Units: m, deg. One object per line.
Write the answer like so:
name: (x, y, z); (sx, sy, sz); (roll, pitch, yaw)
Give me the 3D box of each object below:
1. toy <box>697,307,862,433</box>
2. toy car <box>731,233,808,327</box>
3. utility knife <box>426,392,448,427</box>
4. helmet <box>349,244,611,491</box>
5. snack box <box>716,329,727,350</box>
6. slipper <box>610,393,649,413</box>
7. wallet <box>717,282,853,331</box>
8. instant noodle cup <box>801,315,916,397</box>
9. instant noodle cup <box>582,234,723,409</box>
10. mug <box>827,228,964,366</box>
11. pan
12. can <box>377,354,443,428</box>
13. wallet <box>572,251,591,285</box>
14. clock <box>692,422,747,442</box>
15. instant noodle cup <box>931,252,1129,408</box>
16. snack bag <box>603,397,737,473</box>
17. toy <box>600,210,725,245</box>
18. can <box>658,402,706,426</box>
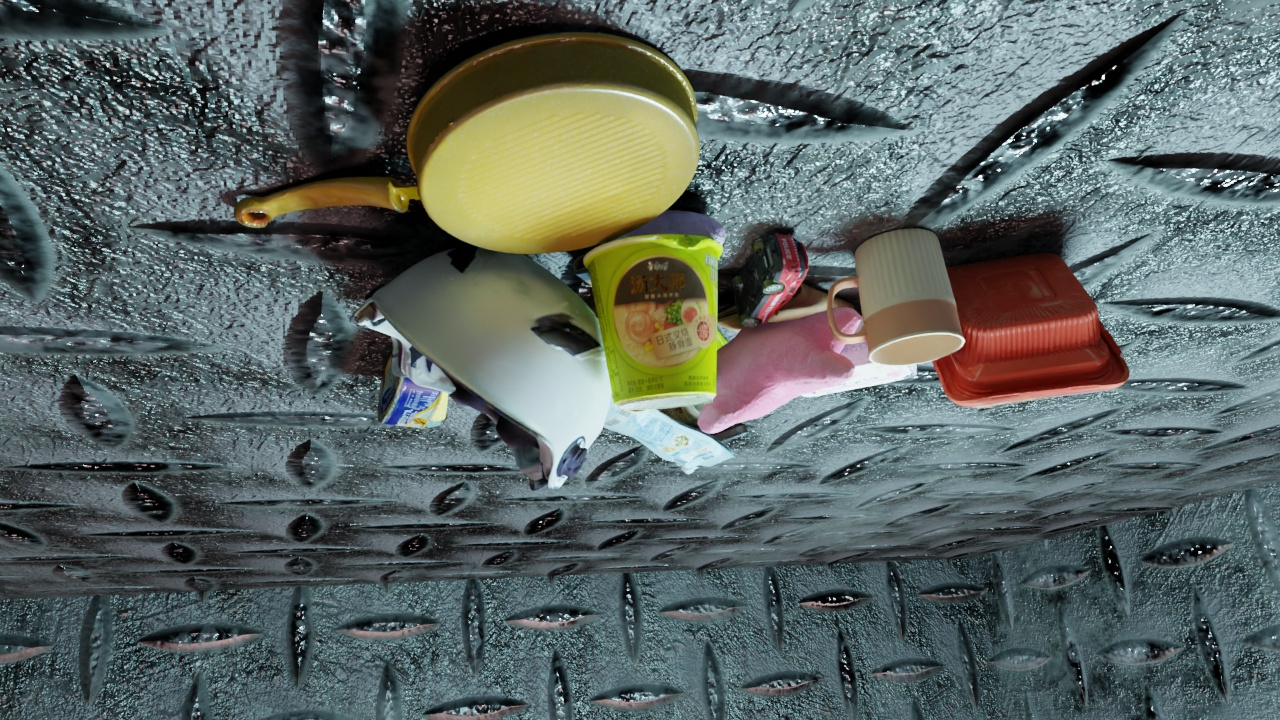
toy: (0.133, -0.002, 0.918); (0.195, 0.178, 0.074); (-24, 114, 5)
toy car: (0.119, -0.072, 0.853); (0.045, 0.053, 0.121); (-2, 159, -15)
utility knife: (-0.261, 0.058, 1.163); (0.031, 0.020, 0.188); (4, 152, -12)
helmet: (-0.111, -0.011, 0.781); (0.229, 0.145, 0.259); (37, 165, 10)
snack box: (0.059, -0.005, 1.049); (0.086, 0.026, 0.156); (-5, 161, 19)
slipper: (-0.005, 0.005, 0.920); (0.091, 0.081, 0.191); (50, 156, -20)
wallet: (0.152, -0.049, 0.977); (0.116, 0.020, 0.101); (-18, 157, 39)
instant noodle cup: (0.232, -0.006, 1.028); (0.138, 0.060, 0.173); (-12, 170, 18)
instant noodle cup: (0.015, -0.025, 0.721); (0.111, 0.123, 0.112); (-5, 171, -1)
mug: (0.230, -0.055, 0.850); (0.115, 0.105, 0.082); (-9, 160, 9)
pan: (-0.133, -0.130, 0.645); (0.358, 0.078, 0.197); (-17, 157, 13)
can: (-0.251, 0.028, 1.005); (0.049, 0.074, 0.148); (8, 156, -23)
wallet: (0.000, -0.076, 0.849); (0.090, 0.033, 0.115); (-13, 162, 17)
clock: (0.089, 0.094, 1.259); (0.122, 0.055, 0.082); (-19, 175, 1)
instant noodle cup: (0.360, -0.040, 0.886); (0.164, 0.188, 0.079); (-9, 124, 6)
snack bag: (0.021, 0.092, 1.161); (0.191, 0.038, 0.111); (28, 142, -20)
toy: (0.019, -0.104, 0.751); (0.108, 0.039, 0.084); (0, -172, -10)
can: (0.043, 0.065, 1.200); (0.058, 0.058, 0.117); (11, 154, -38)
